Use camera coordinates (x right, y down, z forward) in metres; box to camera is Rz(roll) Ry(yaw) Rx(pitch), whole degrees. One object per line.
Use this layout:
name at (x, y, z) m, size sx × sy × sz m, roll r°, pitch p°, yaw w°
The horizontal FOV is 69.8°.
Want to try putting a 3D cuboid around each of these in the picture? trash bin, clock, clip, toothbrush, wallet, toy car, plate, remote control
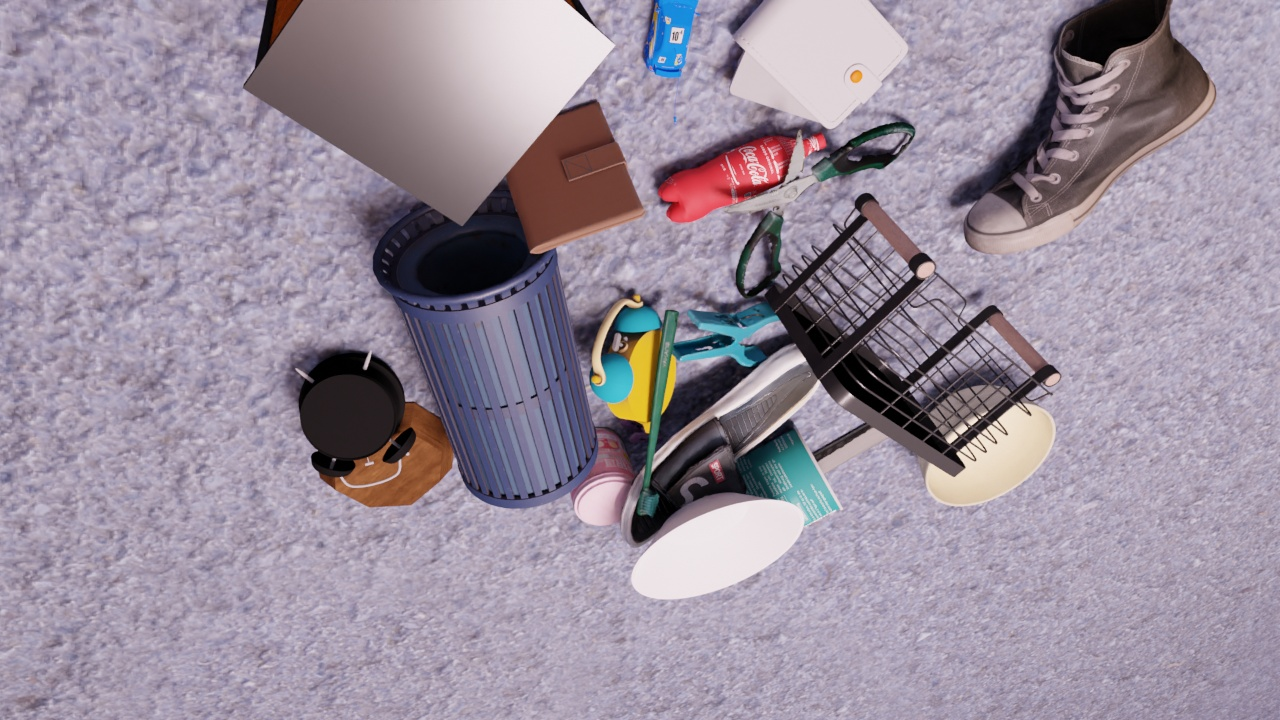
trash bin at (-0.114, 0.003, 0.758) m, size 0.139 × 0.139 × 0.250 m, roll -15°, pitch 132°, yaw -6°
clock at (-0.245, 0.054, 0.792) m, size 0.091 × 0.042 × 0.121 m, roll -13°, pitch 110°, yaw -7°
clip at (0.095, -0.038, 0.845) m, size 0.120 × 0.030 × 0.130 m, roll -48°, pitch 143°, yaw 20°
toothbrush at (0.018, 0.049, 0.825) m, size 0.016 × 0.017 × 0.190 m, roll -7°, pitch 106°, yaw -63°
wallet at (0.130, -0.233, 0.709) m, size 0.118 × 0.037 × 0.115 m, roll 32°, pitch 113°, yaw -31°
wallet at (-0.054, -0.136, 0.675) m, size 0.087 × 0.120 × 0.013 m, roll -19°, pitch 148°, yaw -1°
toy car at (0.027, -0.227, 0.663) m, size 0.033 × 0.061 × 0.092 m, roll -1°, pitch 128°, yaw -17°
plate at (0.069, 0.168, 0.880) m, size 0.174 × 0.036 × 0.174 m, roll -14°, pitch 143°, yaw -11°
clock at (-0.005, 0.005, 0.829) m, size 0.044 × 0.098 × 0.130 m, roll 7°, pitch 147°, yaw 32°
remote control at (0.228, 0.100, 1.026) m, size 0.136 × 0.013 × 0.033 m, roll -32°, pitch 131°, yaw 7°
clip at (0.003, 0.075, 0.926) m, size 0.050 × 0.029 × 0.013 m, roll 23°, pitch 117°, yaw -39°
plate at (-0.237, 0.095, 0.865) m, size 0.131 × 0.025 × 0.131 m, roll -9°, pitch 130°, yaw -11°
trash bin at (-0.131, -0.209, 0.554) m, size 0.139 × 0.171 × 0.140 m, roll 31°, pitch 113°, yaw -35°

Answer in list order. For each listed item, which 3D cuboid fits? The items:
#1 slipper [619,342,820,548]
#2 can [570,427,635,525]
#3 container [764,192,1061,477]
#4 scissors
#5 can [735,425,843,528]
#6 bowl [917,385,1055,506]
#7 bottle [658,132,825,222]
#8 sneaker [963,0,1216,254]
slipper at (0.088, 0.090, 0.889) m, size 0.263 × 0.063 × 0.111 m, roll -42°, pitch 144°, yaw -11°
can at (-0.040, 0.116, 0.911) m, size 0.067 × 0.076 × 0.067 m, roll -9°, pitch 130°, yaw -11°
container at (0.247, -0.021, 0.830) m, size 0.241 × 0.162 × 0.130 m, roll 29°, pitch 115°, yaw -37°
scissors at (0.141, -0.128, 0.789) m, size 0.201 × 0.015 × 0.206 m, roll -20°, pitch 151°, yaw -26°
can at (0.126, 0.147, 0.974) m, size 0.144 × 0.099 × 0.099 m, roll -30°, pitch 131°, yaw 7°
bowl at (0.369, 0.082, 1.015) m, size 0.150 × 0.075 × 0.151 m, roll -9°, pitch 131°, yaw -11°
bottle at (0.085, -0.154, 0.754) m, size 0.141 × 0.042 × 0.042 m, roll -23°, pitch 131°, yaw 1°
sneaker at (0.361, -0.196, 0.778) m, size 0.235 × 0.095 × 0.120 m, roll -38°, pitch 127°, yaw 17°
